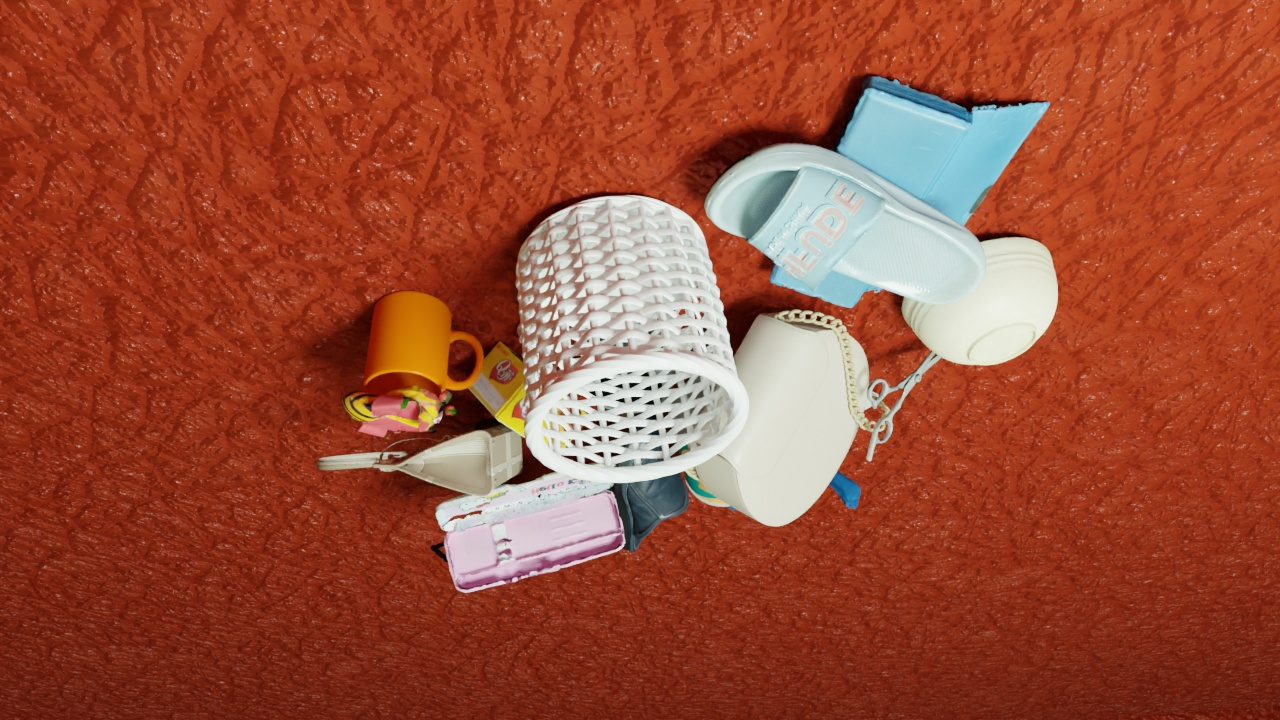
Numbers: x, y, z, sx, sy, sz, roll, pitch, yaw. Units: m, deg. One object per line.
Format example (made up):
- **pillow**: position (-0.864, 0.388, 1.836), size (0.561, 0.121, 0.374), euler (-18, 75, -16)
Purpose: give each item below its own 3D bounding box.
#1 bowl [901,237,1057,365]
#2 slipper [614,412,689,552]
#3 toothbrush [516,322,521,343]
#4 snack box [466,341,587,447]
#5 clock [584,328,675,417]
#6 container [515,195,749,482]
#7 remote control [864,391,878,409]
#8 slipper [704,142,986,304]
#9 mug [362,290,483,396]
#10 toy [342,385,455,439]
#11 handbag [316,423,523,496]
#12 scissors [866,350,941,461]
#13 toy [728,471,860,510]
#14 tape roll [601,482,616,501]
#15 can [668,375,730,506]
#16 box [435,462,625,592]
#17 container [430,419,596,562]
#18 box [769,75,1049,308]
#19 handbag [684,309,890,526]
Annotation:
- **bowl**: position (0.343, -0.044, 0.903), size (0.150, 0.075, 0.151), euler (-8, 147, -5)
- **slipper**: position (0.023, 0.156, 1.124), size (0.083, 0.108, 0.266), euler (17, 141, 14)
- **toothbrush**: position (-0.111, -0.061, 0.912), size (0.021, 0.016, 0.135), euler (0, 146, -14)
- **snack box**: position (-0.121, 0.043, 0.987), size (0.061, 0.083, 0.105), euler (-50, 135, -1)
- **clock**: position (-0.006, 0.006, 0.979), size (0.104, 0.056, 0.148), euler (29, 139, -25)
- **container**: position (-0.014, -0.017, 0.820), size (0.189, 0.186, 0.190), euler (-6, 144, -5)
- **remote control**: position (0.225, 0.031, 1.072), size (0.130, 0.012, 0.033), euler (22, 138, -32)
- **slipper**: position (0.173, -0.100, 0.757), size (0.245, 0.074, 0.104), euler (20, 141, -9)
- **mug**: position (-0.212, -0.007, 0.911), size (0.112, 0.095, 0.078), euler (4, 145, -10)
- **toy**: position (-0.230, 0.048, 0.867), size (0.103, 0.046, 0.084), euler (2, 166, -4)
- **handbag**: position (-0.234, 0.103, 0.952), size (0.198, 0.062, 0.175), euler (-3, 179, 2)
- **scissors**: position (0.288, 0.034, 0.982), size (0.152, 0.014, 0.131), euler (-15, 115, -33)
- **toy**: position (0.198, 0.157, 1.205), size (0.176, 0.070, 0.113), euler (0, 144, 14)
- **tape roll**: position (-0.059, 0.182, 1.195), size (0.030, 0.093, 0.094), euler (19, 140, -28)
- **can**: position (0.092, 0.095, 1.078), size (0.099, 0.099, 0.144), euler (-8, 145, 6)
- **box**: position (-0.118, 0.182, 1.016), size (0.201, 0.111, 0.101), euler (-13, 171, -12)
- **container**: position (-0.159, 0.150, 1.113), size (0.201, 0.127, 0.148), euler (-19, 143, 6)
- **box**: position (0.228, -0.133, 0.802), size (0.175, 0.060, 0.232), euler (4, 144, -12)
- **handbag**: position (0.154, 0.063, 0.944), size (0.103, 0.210, 0.208), euler (25, 173, 39)
